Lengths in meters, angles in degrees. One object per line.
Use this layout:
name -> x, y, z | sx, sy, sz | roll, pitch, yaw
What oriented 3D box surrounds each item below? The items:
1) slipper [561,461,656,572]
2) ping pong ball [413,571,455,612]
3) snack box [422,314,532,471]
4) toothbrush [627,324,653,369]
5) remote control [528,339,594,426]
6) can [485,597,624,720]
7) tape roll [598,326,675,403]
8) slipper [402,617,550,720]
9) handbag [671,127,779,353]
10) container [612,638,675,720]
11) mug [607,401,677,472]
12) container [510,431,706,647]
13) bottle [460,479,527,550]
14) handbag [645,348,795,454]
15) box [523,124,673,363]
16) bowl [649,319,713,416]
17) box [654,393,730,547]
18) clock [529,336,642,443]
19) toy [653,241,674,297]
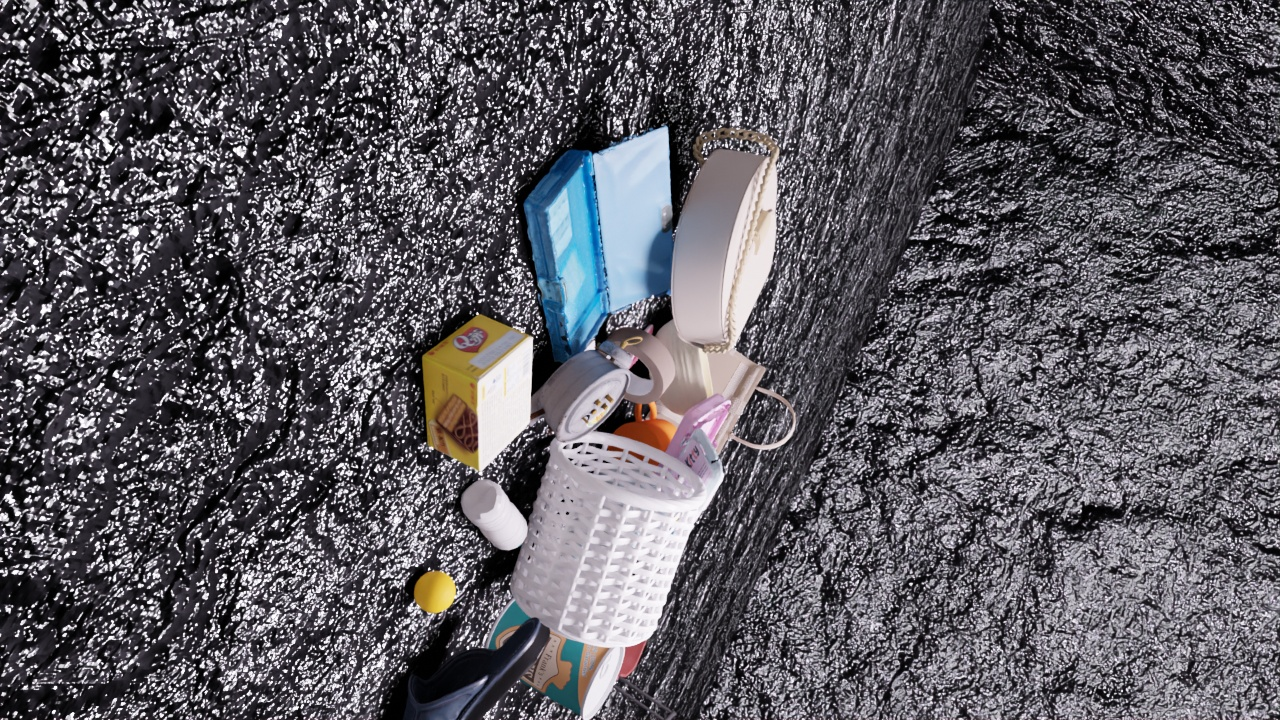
slipper -> -0.046, 0.240, 1.242 | 0.074, 0.104, 0.246 | -26, 141, -64
ping pong ball -> -0.203, 0.228, 0.905 | 0.040, 0.040, 0.040 | -52, 155, -37
snack box -> -0.143, 0.029, 0.818 | 0.083, 0.061, 0.106 | -46, 151, -47
toothbrush -> -0.014, 0.000, 1.186 | 0.134, 0.016, 0.022 | -53, 156, -34
remote control -> -0.089, 0.022, 1.022 | 0.130, 0.012, 0.033 | -49, 155, -42
can -> -0.107, 0.367, 1.144 | 0.099, 0.144, 0.099 | -52, 155, -37
tape roll -> -0.007, 0.006, 1.098 | 0.030, 0.094, 0.094 | -50, 154, -40
slipper -> -0.215, 0.362, 0.977 | 0.265, 0.083, 0.109 | -47, -173, -7
handbag -> 0.093, -0.133, 1.058 | 0.209, 0.103, 0.210 | 87, 24, -43
container -> -0.022, 0.414, 1.327 | 0.127, 0.201, 0.148 | -69, 160, 5
mug -> 0.008, 0.105, 1.281 | 0.095, 0.078, 0.112 | 0, 88, -69
container -> -0.040, 0.205, 1.083 | 0.189, 0.189, 0.187 | -13, 124, -66
bottle -> -0.150, 0.169, 0.974 | 0.044, 0.044, 0.136 | -60, 159, -21
handbag -> 0.137, 0.067, 1.375 | 0.175, 0.198, 0.062 | -57, 157, -27
box -> -0.042, -0.117, 0.937 | 0.174, 0.060, 0.232 | -38, 149, -25
bowl -> 0.053, 0.012, 1.249 | 0.150, 0.075, 0.150 | -10, 89, -82
box -> 0.071, 0.150, 1.186 | 0.110, 0.101, 0.202 | -26, 153, -38
clock -> -0.051, 0.028, 0.976 | 0.148, 0.056, 0.104 | -48, 160, 1
toy -> 0.038, -0.116, 1.131 | 0.176, 0.071, 0.112 | 45, 57, -68
